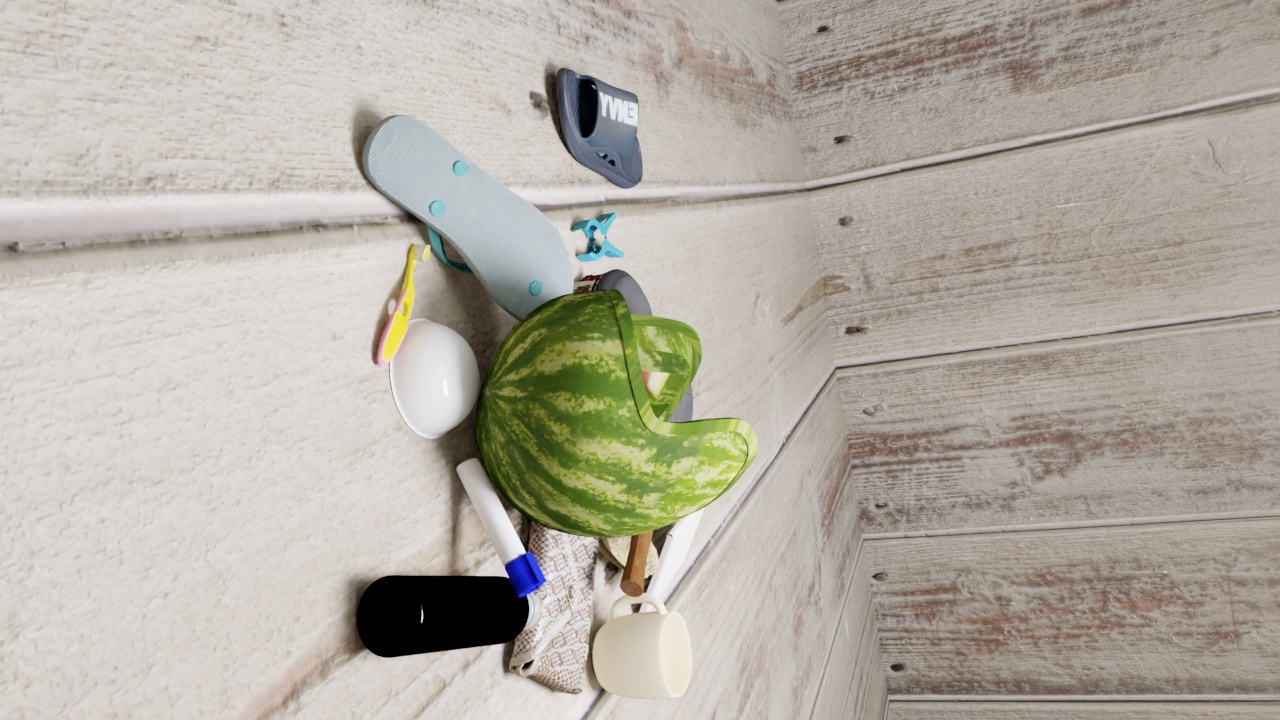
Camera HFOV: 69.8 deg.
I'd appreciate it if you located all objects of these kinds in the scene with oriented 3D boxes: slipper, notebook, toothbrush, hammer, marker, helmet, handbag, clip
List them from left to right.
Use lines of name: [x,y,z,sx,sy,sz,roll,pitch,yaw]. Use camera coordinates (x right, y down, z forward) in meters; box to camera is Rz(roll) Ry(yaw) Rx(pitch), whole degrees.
toothbrush: [-0.207,-0.052,0.804,0.021,0.016,0.135,63,28,-50]
slipper: [-0.157,-0.133,0.878,0.269,0.055,0.098,45,72,-40]
marker: [-0.129,0.150,0.838,0.133,0.027,0.023,59,15,19]
handbag: [-0.085,0.250,0.972,0.124,0.047,0.185,53,35,-53]
clip: [-0.059,-0.177,1.218,0.126,0.028,0.114,-51,128,-62]
helmet: [-0.040,0.057,0.893,0.247,0.244,0.213,26,26,-34]
slipper: [-0.033,-0.310,1.255,0.268,0.083,0.110,25,61,-67]
slipper: [-0.006,0.006,1.070,0.268,0.076,0.112,62,39,-39]
hammer: [0.013,0.148,1.109,0.115,0.033,0.322,53,28,-27]
notebook: [0.051,0.260,1.271,0.209,0.009,0.143,-33,144,-67]

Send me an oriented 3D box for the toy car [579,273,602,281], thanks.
toy car: [-0.034,-0.025,1.175,0.070,0.062,0.170,-53,132,-61]

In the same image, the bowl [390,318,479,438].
bowl: [-0.175,0.014,0.828,0.109,0.041,0.110,-7,90,-69]

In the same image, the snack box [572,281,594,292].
snack box: [-0.070,0.003,1.065,0.143,0.041,0.148,-64,152,-56]

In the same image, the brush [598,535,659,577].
brush: [-0.029,0.202,1.103,0.059,0.043,0.195,-44,132,-18]

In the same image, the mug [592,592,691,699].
mug: [-0.005,0.333,1.073,0.096,0.100,0.120,-2,82,-67]

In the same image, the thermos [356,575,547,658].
thermos: [-0.148,0.219,0.799,0.231,0.061,0.061,29,56,-64]
